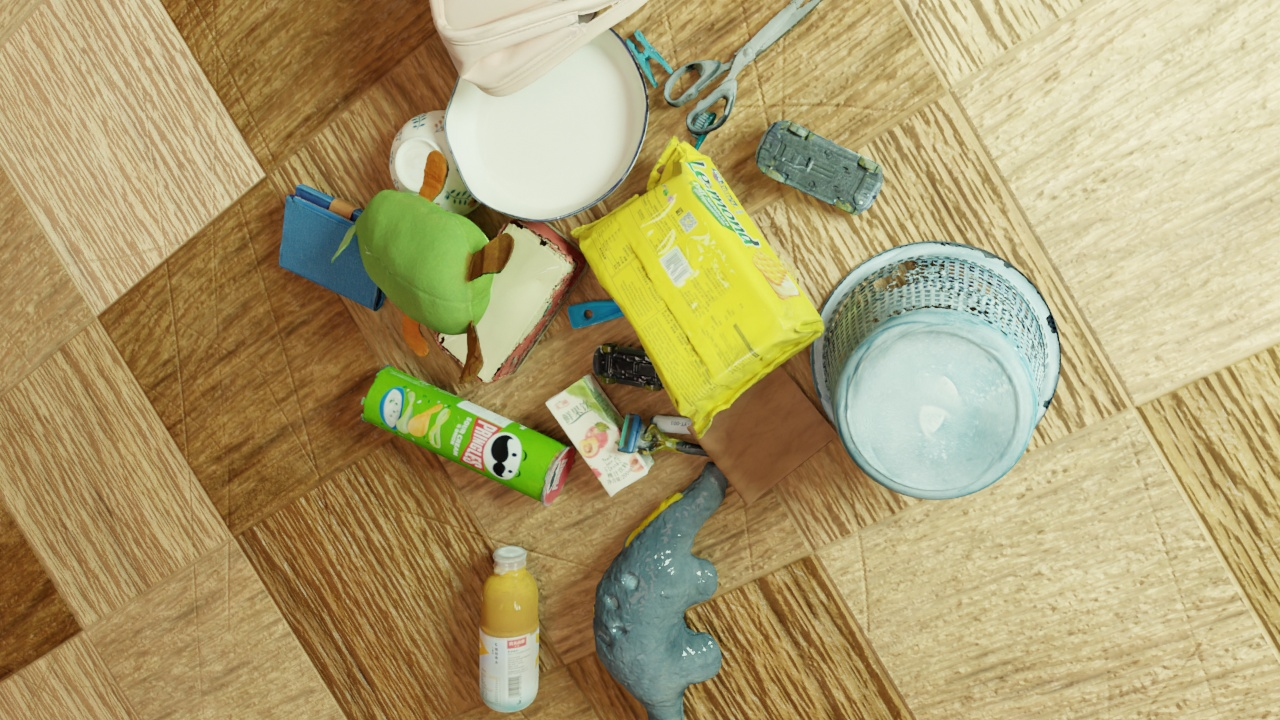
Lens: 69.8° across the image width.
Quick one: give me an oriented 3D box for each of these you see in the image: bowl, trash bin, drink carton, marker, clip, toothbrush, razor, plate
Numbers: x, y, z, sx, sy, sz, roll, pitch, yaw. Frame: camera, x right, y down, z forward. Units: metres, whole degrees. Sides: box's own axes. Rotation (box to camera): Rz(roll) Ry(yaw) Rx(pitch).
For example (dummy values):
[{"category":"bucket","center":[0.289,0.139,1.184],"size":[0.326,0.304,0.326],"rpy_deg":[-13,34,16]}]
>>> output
[{"category":"bowl","center":[-0.216,-0.204,0.958],"size":[0.113,0.062,0.113],"rpy_deg":[4,104,16]},{"category":"trash bin","center":[0.249,0.018,0.787],"size":[0.227,0.194,0.227],"rpy_deg":[4,103,17]},{"category":"drink carton","center":[-0.042,0.077,0.974],"size":[0.054,0.045,0.122],"rpy_deg":[-35,91,16]},{"category":"marker","center":[0.073,0.068,0.951],"size":[0.131,0.018,0.022],"rpy_deg":[4,78,17]},{"category":"clip","center":[0.008,-0.295,0.891],"size":[0.041,0.014,0.056],"rpy_deg":[-34,92,21]},{"category":"toothbrush","center":[0.024,-0.162,0.915],"size":[0.018,0.016,0.192],"rpy_deg":[36,110,18]},{"category":"razor","center":[0.050,0.089,0.946],"size":[0.143,0.022,0.042],"rpy_deg":[11,74,2]},{"category":"plate","center":[-0.089,-0.235,0.900],"size":[0.205,0.045,0.205],"rpy_deg":[0,90,13]}]

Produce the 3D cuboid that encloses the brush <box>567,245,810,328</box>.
[{"category":"brush","center":[0.043,-0.060,0.923],"size":[0.255,0.045,0.083],"rpy_deg":[-7,104,23]}]

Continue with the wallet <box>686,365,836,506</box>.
[{"category":"wallet","center":[0.121,0.072,0.917],"size":[0.115,0.020,0.101],"rpy_deg":[-38,80,5]}]

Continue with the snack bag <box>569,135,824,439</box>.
[{"category":"snack bag","center":[0.048,-0.071,0.860],"size":[0.158,0.068,0.246],"rpy_deg":[-39,73,23]}]

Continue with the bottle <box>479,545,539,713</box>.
[{"category":"bottle","center":[-0.150,0.306,1.049],"size":[0.068,0.067,0.190],"rpy_deg":[6,104,16]}]

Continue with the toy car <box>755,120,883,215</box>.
[{"category":"toy car","center":[0.166,-0.180,0.855],"size":[0.120,0.036,0.054],"rpy_deg":[25,108,0]}]

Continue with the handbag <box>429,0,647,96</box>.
[{"category":"handbag","center":[-0.080,-0.367,0.845],"size":[0.234,0.093,0.193],"rpy_deg":[-17,68,6]}]

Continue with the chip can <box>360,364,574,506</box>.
[{"category":"chip can","center":[-0.191,0.080,1.010],"size":[0.236,0.072,0.072],"rpy_deg":[23,108,12]}]

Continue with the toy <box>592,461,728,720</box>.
[{"category":"toy","center":[0.018,0.278,0.986],"size":[0.137,0.091,0.357],"rpy_deg":[1,105,-11]}]

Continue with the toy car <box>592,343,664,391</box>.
[{"category":"toy car","center":[-0.006,0.006,0.952],"size":[0.090,0.035,0.042],"rpy_deg":[8,103,16]}]

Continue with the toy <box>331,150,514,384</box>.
[{"category":"toy","center":[-0.208,-0.096,0.904],"size":[0.247,0.089,0.227],"rpy_deg":[36,123,34]}]

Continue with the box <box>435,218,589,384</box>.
[{"category":"box","center":[-0.136,-0.060,0.955],"size":[0.091,0.079,0.169],"rpy_deg":[39,111,7]}]

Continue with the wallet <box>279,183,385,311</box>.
[{"category":"wallet","center":[-0.339,-0.127,1.028],"size":[0.133,0.040,0.107],"rpy_deg":[24,117,10]}]

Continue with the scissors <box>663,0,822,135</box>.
[{"category":"scissors","center":[0.093,-0.291,0.861],"size":[0.145,0.014,0.172],"rpy_deg":[18,95,23]}]
